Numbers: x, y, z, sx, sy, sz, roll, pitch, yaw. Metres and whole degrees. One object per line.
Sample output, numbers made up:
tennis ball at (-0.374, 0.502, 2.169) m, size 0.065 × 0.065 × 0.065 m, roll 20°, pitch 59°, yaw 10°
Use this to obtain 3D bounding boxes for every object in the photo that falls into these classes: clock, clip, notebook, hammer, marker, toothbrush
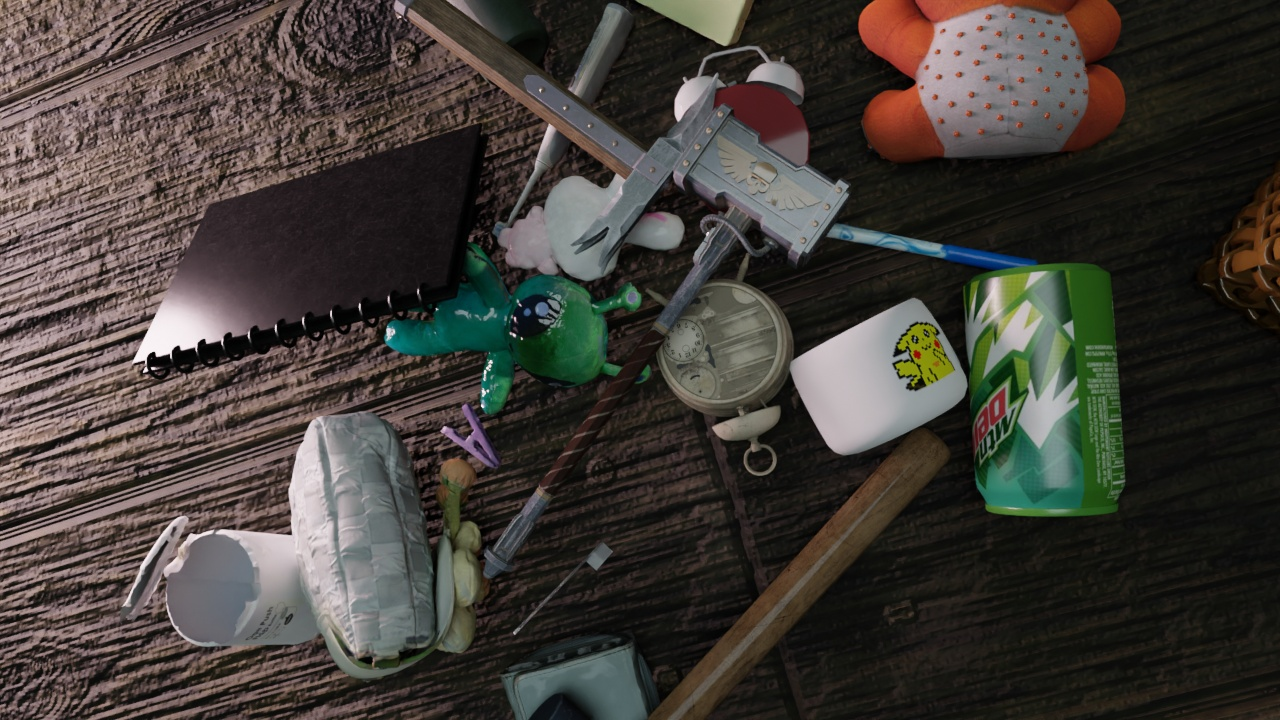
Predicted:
clock at (0.059, 0.008, 0.604) m, size 0.093 × 0.054 × 0.140 m, roll -19°, pitch 82°, yaw 9°
clock at (0.070, -0.148, 0.615) m, size 0.087 × 0.044 × 0.124 m, roll -9°, pitch 85°, yaw 10°
clip at (-0.118, 0.052, 0.656) m, size 0.051 × 0.014 × 0.045 m, roll 18°, pitch 87°, yaw 14°
notebook at (-0.219, -0.075, 0.619) m, size 0.232 × 0.019 × 0.168 m, roll -12°, pitch 48°, yaw 15°
hammer at (0.081, 0.165, 0.579) m, size 0.129 × 0.040 × 0.321 m, roll 45°, pitch 85°, yaw -5°
marker at (0.188, -0.074, 0.607) m, size 0.142 × 0.013 × 0.013 m, roll 13°, pitch 89°, yaw 11°
hammer at (-0.105, -0.210, 0.601) m, size 0.317 × 0.028 × 0.147 m, roll 37°, pitch 86°, yaw 5°
toothbrush at (-0.042, 0.136, 0.551) m, size 0.010 × 0.181 × 0.010 m, roll 41°, pitch 99°, yaw 7°
hammer at (-0.003, 0.003, 0.569) m, size 0.098 × 0.044 × 0.322 m, roll 35°, pitch 91°, yaw 9°
toothbrush at (-0.056, -0.165, 0.651) m, size 0.024 × 0.022 × 0.185 m, roll 27°, pitch 93°, yaw -25°

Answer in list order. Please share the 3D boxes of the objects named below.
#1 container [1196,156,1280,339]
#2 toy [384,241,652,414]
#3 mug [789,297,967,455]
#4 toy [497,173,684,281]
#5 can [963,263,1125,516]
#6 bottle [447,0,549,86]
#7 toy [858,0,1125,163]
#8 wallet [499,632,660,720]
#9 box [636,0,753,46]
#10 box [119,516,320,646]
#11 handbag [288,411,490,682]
container at (0.488, -0.072, 0.449) m, size 0.251 × 0.214 × 0.219 m, roll 35°, pitch 93°, yaw 10°
toy at (-0.089, -0.026, 0.629) m, size 0.193 × 0.072 × 0.131 m, roll 8°, pitch 127°, yaw 13°
mug at (0.155, 0.008, 0.573) m, size 0.115 × 0.094 × 0.068 m, roll -24°, pitch 83°, yaw -30°
toy at (-0.036, -0.093, 0.636) m, size 0.125 × 0.037 × 0.076 m, roll -20°, pitch 87°, yaw 11°
can at (0.243, 0.018, 0.555) m, size 0.083 × 0.083 × 0.144 m, roll -3°, pitch 86°, yaw 10°
bottle at (-0.135, -0.278, 0.655) m, size 0.055 × 0.055 × 0.174 m, roll -38°, pitch 80°, yaw 6°
toy at (0.221, -0.214, 0.575) m, size 0.164 × 0.092 × 0.172 m, roll -1°, pitch 99°, yaw 13°
wallet at (-0.033, 0.256, 0.612) m, size 0.100 × 0.054 × 0.131 m, roll -18°, pitch 89°, yaw 10°
box at (0.011, -0.312, 0.631) m, size 0.188 × 0.061 × 0.133 m, roll 33°, pitch 91°, yaw 11°
box at (-0.274, 0.148, 0.607) m, size 0.091 × 0.160 × 0.081 m, roll 36°, pitch 88°, yaw 21°
handbag at (-0.165, 0.117, 0.613) m, size 0.123 × 0.113 × 0.171 m, roll -10°, pitch 72°, yaw -23°
